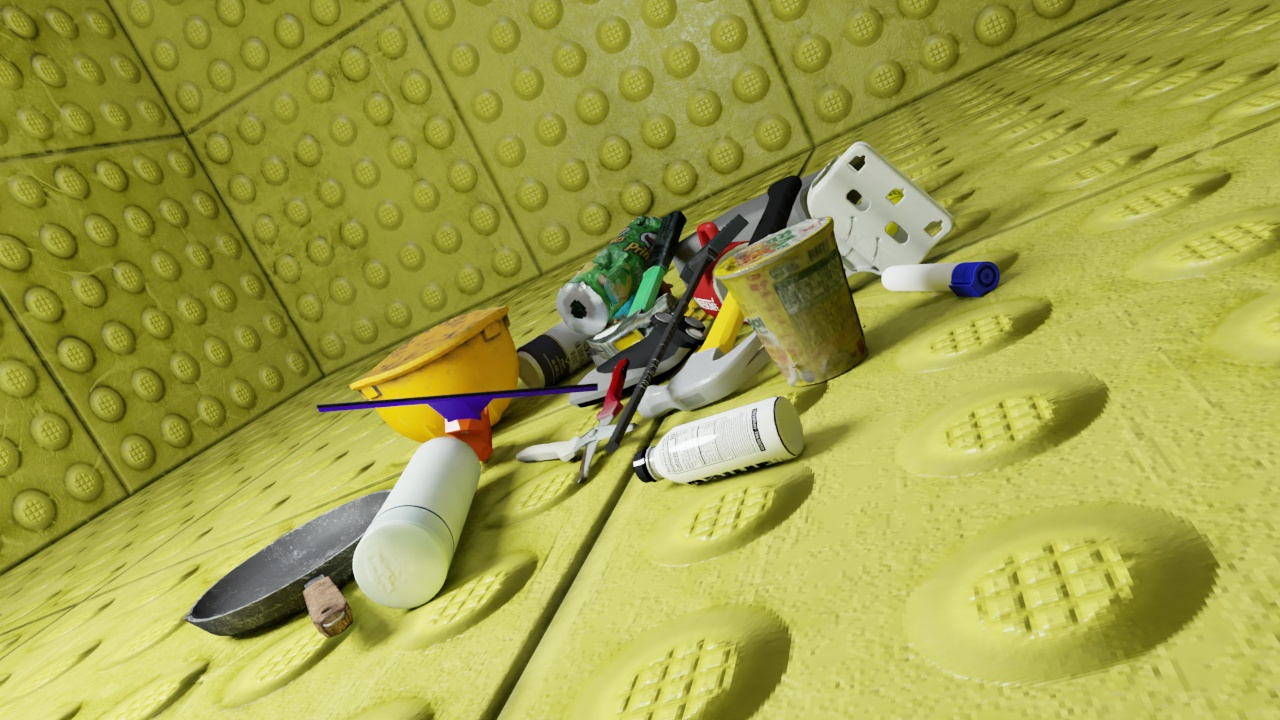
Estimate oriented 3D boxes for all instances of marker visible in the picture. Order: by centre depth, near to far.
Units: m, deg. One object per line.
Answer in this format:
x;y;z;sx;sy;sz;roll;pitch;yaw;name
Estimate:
0.246;-0.068;0.766;0.027;0.023;0.133;-50;15;-7;marker

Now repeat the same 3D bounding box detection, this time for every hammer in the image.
0.031;-0.030;0.823;0.095;0.015;0.323;-43;12;39;hammer
0.101;-0.077;0.865;0.127;0.029;0.322;-18;33;41;hammer
0.016;-0.102;1.094;0.130;0.032;0.317;-35;19;29;hammer

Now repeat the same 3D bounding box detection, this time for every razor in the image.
-0.006;0.005;0.932;0.156;0.060;0.057;-38;19;17;razor

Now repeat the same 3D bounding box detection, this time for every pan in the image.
-0.270;0.184;0.760;0.207;0.040;0.358;-31;13;-22;pan

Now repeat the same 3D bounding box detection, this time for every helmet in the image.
-0.226;0.031;1.103;0.205;0.131;0.255;-27;11;-5;helmet

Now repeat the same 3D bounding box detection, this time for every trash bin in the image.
0.180;-0.166;1.173;0.220;0.097;0.191;-16;15;47;trash bin

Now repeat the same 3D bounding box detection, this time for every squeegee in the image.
-0.168;0.070;0.905;0.249;0.055;0.185;-4;-15;-5;squeegee

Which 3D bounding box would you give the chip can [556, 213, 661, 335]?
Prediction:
-0.030;-0.114;1.183;0.076;0.075;0.222;-19;20;34;chip can

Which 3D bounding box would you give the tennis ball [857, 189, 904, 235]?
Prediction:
0.267;-0.156;1.004;0.065;0.065;0.065;-25;11;5;tennis ball

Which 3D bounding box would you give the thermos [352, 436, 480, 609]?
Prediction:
-0.174;0.122;0.745;0.068;0.068;0.230;-26;11;1;thermos

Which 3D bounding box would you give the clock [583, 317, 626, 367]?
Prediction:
-0.017;-0.025;1.111;0.091;0.044;0.123;-31;12;-20;clock

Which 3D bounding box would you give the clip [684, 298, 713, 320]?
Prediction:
0.063;-0.057;1.119;0.048;0.046;0.054;-3;8;-13;clip

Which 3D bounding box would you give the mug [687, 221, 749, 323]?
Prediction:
0.096;-0.101;1.012;0.080;0.116;0.096;-33;12;-8;mug

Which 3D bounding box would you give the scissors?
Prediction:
-0.055;0.064;0.825;0.180;0.015;0.198;-33;19;27;scissors

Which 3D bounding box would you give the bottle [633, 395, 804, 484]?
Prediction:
0.047;0.057;0.603;0.116;0.041;0.041;-20;13;31;bottle

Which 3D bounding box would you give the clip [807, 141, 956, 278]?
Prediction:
0.212;-0.128;0.895;0.151;0.126;0.109;-48;4;39;clip

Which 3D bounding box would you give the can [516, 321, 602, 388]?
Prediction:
-0.101;-0.014;1.198;0.127;0.064;0.064;-34;14;-34;can

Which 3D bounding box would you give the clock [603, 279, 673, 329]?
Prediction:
-0.019;-0.081;1.300;0.122;0.073;0.157;-15;15;45;clock

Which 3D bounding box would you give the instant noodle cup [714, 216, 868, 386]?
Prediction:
0.123;-0.043;0.709;0.102;0.108;0.102;-26;11;5;instant noodle cup
